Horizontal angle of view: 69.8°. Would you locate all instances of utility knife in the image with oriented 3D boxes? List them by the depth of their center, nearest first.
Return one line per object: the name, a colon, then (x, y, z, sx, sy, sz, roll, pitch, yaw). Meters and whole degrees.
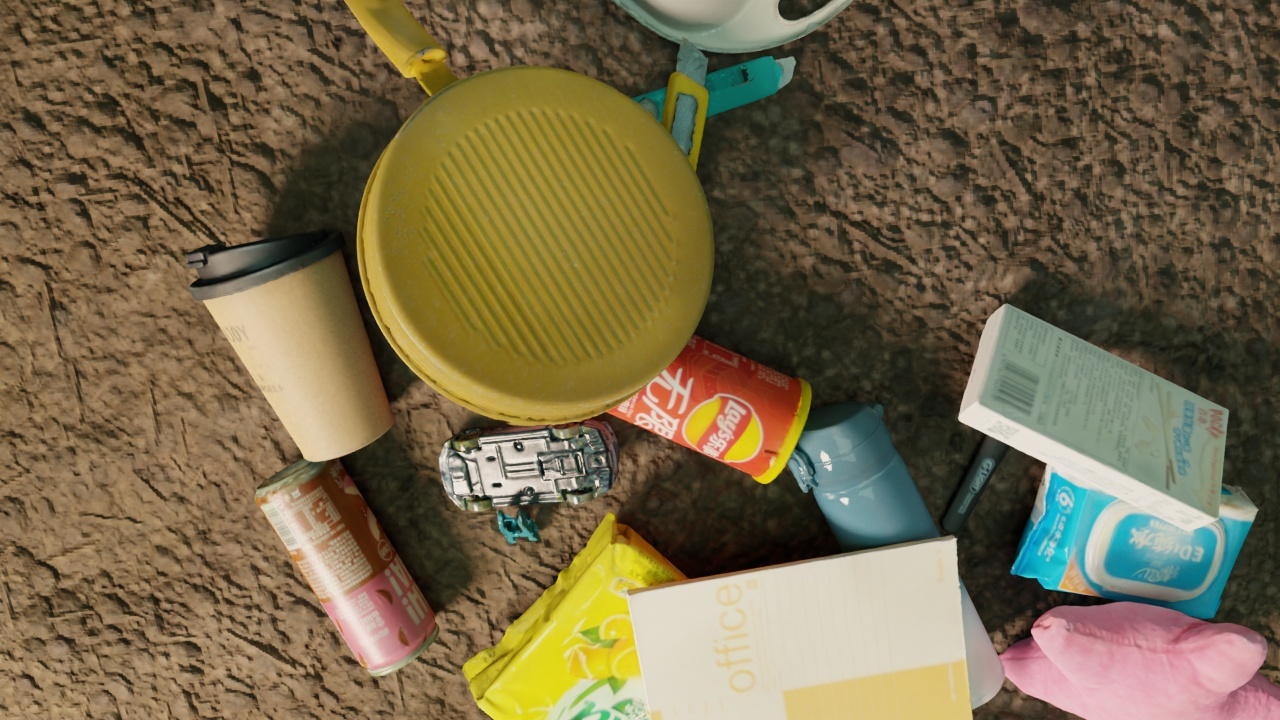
utility knife: (0.019, -0.158, 0.567, 0.160, 0.013, 0.029, -17, 108, 4)
utility knife: (0.017, -0.109, 0.569, 0.033, 0.015, 0.173, 7, 109, -10)

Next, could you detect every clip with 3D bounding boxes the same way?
clip: (-0.083, 0.110, 0.612, 0.046, 0.057, 0.014, -4, 65, 1)

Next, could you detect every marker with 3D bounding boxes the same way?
marker: (0.236, 0.063, 0.617, 0.018, 0.015, 0.124, 23, 103, -2)

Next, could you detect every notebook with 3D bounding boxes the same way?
notebook: (0.104, 0.194, 0.582, 0.206, 0.010, 0.146, -9, 102, 1)

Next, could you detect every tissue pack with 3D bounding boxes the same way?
tissue pack: (0.322, 0.113, 0.604, 0.140, 0.063, 0.090, 12, 102, -3)

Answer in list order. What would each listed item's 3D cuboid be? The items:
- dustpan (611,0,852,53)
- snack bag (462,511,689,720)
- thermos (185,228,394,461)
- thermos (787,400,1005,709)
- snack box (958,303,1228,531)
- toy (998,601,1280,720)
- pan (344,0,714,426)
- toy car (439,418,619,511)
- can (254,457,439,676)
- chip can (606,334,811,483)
dustpan: (0.024, -0.313, 0.534, 0.258, 0.142, 0.223, 44, 100, 20)
snack bag: (0.022, 0.227, 0.627, 0.246, 0.068, 0.158, 38, 99, -7)
thermos: (-0.209, -0.014, 0.566, 0.093, 0.093, 0.143, -16, 110, 3)
thermos: (0.167, 0.128, 0.608, 0.070, 0.070, 0.220, -28, 101, 6)
snack box: (0.282, 0.033, 0.570, 0.157, 0.027, 0.084, 27, 60, 2)
toy: (0.310, 0.199, 0.591, 0.179, 0.074, 0.194, -14, 140, 41)
pan: (-0.099, -0.131, 0.517, 0.197, 0.078, 0.357, -32, 94, -22)
toy car: (-0.074, 0.068, 0.608, 0.121, 0.036, 0.054, -8, 104, 12)
can: (-0.194, 0.134, 0.611, 0.058, 0.058, 0.147, -26, 102, 6)
chip can: (-0.003, 0.003, 0.574, 0.216, 0.073, 0.073, 24, 102, -5)
